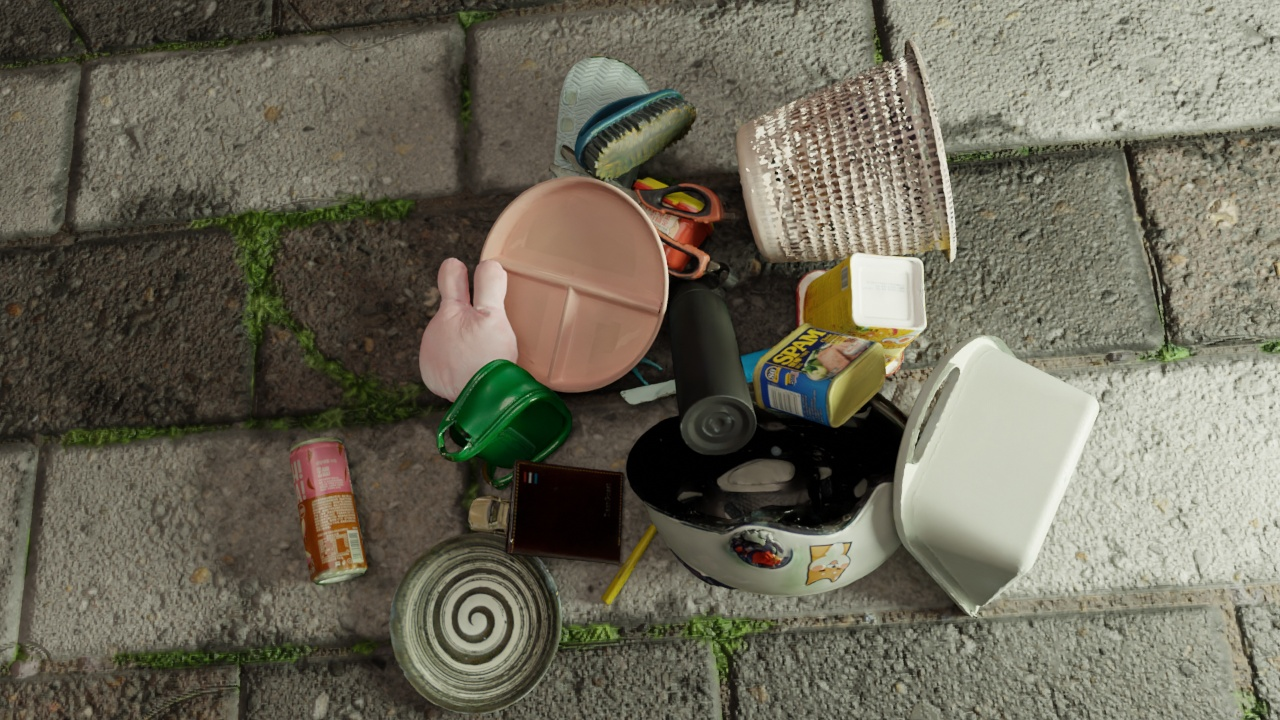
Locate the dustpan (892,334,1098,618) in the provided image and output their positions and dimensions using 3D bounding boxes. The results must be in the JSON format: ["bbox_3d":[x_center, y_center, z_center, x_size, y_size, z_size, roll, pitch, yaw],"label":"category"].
[{"bbox_3d":[0.304,0.096,0.836,0.143,0.258,0.222,26,78,16],"label":"dustpan"}]

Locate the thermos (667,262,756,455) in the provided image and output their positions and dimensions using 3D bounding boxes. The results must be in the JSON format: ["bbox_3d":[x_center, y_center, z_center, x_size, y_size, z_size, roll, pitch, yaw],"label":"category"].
[{"bbox_3d":[0.069,-0.017,0.901,0.068,0.242,0.090,28,120,-20],"label":"thermos"}]

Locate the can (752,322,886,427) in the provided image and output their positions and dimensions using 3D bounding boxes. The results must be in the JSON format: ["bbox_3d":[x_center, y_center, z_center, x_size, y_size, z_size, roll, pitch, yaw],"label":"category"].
[{"bbox_3d":[0.169,0.013,0.860,0.083,0.057,0.101,17,40,41],"label":"can"}]

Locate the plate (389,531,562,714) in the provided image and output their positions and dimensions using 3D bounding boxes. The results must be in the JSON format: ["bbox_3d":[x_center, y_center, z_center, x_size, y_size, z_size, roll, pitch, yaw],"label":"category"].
[{"bbox_3d":[-0.167,0.266,0.941,0.179,0.024,0.179,-1,80,6],"label":"plate"}]

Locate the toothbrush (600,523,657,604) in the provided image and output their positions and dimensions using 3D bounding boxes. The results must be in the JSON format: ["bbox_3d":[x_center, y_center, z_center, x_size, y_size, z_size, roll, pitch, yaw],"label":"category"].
[{"bbox_3d":[0.013,0.170,0.959,0.016,0.016,0.190,30,79,16],"label":"toothbrush"}]

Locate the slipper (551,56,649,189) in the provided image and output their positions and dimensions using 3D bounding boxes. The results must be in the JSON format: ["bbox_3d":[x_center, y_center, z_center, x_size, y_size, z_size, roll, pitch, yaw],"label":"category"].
[{"bbox_3d":[-0.049,-0.219,1.043,0.104,0.074,0.245,13,92,7],"label":"slipper"}]

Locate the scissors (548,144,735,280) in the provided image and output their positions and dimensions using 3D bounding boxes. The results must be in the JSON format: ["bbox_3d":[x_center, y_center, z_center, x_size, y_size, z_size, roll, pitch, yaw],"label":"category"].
[{"bbox_3d":[0.001,-0.172,0.973,0.205,0.015,0.202,-18,84,19],"label":"scissors"}]

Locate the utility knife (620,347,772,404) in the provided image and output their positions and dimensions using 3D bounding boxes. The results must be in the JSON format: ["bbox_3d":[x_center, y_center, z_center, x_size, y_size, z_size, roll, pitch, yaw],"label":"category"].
[{"bbox_3d":[0.085,0.016,0.991,0.216,0.018,0.034,-13,76,-1],"label":"utility knife"}]

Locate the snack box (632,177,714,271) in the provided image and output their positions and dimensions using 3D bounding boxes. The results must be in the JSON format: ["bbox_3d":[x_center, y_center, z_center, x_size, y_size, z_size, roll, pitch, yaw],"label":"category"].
[{"bbox_3d":[0.023,-0.146,1.011,0.091,0.082,0.080,29,87,18],"label":"snack box"}]

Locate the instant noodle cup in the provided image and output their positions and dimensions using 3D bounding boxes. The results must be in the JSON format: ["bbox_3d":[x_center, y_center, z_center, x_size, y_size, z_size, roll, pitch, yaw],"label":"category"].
[{"bbox_3d":[0.229,-0.051,0.936,0.116,0.124,0.116,4,74,-7],"label":"instant noodle cup"}]

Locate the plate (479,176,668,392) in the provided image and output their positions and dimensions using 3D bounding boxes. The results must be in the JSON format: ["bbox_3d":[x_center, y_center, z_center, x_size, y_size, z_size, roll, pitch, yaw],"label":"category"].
[{"bbox_3d":[-0.072,-0.081,0.984,0.230,0.028,0.229,2,94,25],"label":"plate"}]

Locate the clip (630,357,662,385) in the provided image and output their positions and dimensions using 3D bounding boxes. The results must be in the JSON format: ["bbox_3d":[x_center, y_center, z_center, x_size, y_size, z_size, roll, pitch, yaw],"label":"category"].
[{"bbox_3d":[-0.005,0.003,1.007,0.055,0.013,0.038,36,80,13],"label":"clip"}]

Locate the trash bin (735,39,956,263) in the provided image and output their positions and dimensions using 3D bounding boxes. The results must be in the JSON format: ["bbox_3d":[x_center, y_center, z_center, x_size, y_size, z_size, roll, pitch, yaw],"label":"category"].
[{"bbox_3d":[0.208,-0.193,0.953,0.192,0.227,0.227,-12,74,14],"label":"trash bin"}]

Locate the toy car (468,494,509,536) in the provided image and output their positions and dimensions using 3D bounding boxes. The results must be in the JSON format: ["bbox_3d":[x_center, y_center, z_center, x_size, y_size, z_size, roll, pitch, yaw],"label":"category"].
[{"bbox_3d":[-0.138,0.164,0.964,0.090,0.035,0.042,6,74,9],"label":"toy car"}]

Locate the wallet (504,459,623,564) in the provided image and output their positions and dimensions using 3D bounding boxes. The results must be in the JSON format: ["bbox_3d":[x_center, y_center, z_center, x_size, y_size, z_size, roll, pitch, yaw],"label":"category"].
[{"bbox_3d":[-0.076,0.156,0.944,0.122,0.020,0.096,10,75,-22],"label":"wallet"}]

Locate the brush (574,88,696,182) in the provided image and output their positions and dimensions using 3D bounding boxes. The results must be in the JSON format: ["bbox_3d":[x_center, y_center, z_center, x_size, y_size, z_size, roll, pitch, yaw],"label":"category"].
[{"bbox_3d":[-0.012,-0.245,0.967,0.143,0.055,0.073,-34,58,-22],"label":"brush"}]

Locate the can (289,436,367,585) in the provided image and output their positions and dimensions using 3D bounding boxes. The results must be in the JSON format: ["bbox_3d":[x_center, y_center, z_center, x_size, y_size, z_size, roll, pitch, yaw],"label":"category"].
[{"bbox_3d":[-0.330,0.158,0.968,0.058,0.058,0.147,-16,74,0],"label":"can"}]

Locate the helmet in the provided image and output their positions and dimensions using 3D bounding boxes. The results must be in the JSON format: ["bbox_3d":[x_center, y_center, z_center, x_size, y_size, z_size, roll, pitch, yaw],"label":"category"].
[{"bbox_3d":[0.135,0.136,0.876,0.274,0.229,0.157,-12,117,3],"label":"helmet"}]

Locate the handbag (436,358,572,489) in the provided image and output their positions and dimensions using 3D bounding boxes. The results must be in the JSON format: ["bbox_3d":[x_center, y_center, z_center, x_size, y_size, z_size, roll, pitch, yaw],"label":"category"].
[{"bbox_3d":[-0.137,0.069,0.941,0.068,0.131,0.120,39,85,25],"label":"handbag"}]

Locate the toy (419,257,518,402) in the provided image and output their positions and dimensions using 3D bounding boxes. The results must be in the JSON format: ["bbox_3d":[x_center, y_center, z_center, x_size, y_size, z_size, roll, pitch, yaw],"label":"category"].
[{"bbox_3d":[-0.185,-0.031,0.994,0.121,0.054,0.159,7,92,23],"label":"toy"}]
